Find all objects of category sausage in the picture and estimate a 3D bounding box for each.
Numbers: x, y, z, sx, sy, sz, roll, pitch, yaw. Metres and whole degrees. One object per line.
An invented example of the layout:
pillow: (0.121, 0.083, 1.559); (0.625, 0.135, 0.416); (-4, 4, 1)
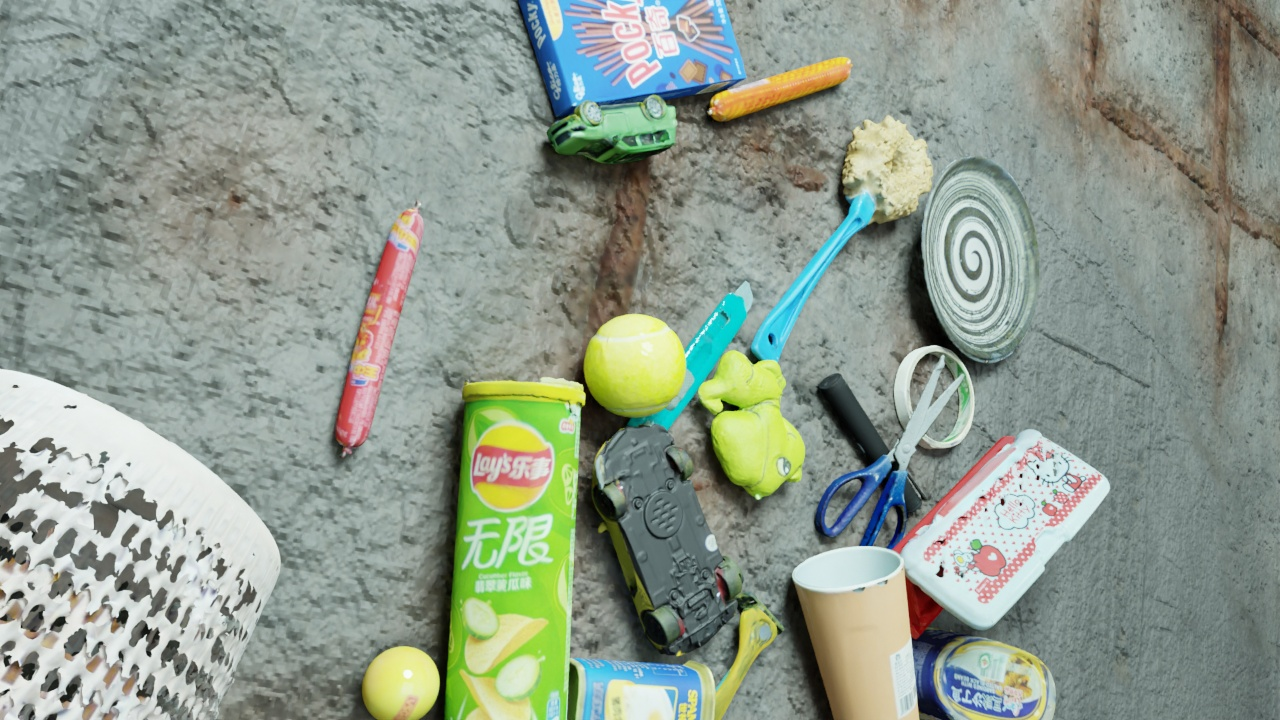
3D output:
sausage: (0.111, -0.210, 0.707); (0.164, 0.021, 0.021); (-26, 97, -32)
sausage: (-0.147, -0.020, 0.519); (0.020, 0.020, 0.155); (20, 73, -29)

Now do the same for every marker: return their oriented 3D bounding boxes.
marker: (0.181, 0.065, 0.715); (0.132, 0.022, 0.020); (54, 20, -15)

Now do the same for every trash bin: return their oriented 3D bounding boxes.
trash bin: (-0.249, 0.119, 0.335); (0.227, 0.228, 0.191); (41, 51, -21)

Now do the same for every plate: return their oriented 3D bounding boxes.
plate: (0.291, -0.086, 0.797); (0.179, 0.024, 0.179); (3, 86, -37)

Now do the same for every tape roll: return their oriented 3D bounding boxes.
tape roll: (0.246, 0.031, 0.765); (0.085, 0.014, 0.085); (5, 81, -32)

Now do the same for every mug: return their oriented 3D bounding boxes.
mug: (0.159, 0.204, 0.653); (0.078, 0.078, 0.123); (-17, 97, -33)

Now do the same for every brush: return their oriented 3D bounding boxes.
brush: (0.155, -0.094, 0.714); (0.083, 0.046, 0.254); (46, 66, -23)

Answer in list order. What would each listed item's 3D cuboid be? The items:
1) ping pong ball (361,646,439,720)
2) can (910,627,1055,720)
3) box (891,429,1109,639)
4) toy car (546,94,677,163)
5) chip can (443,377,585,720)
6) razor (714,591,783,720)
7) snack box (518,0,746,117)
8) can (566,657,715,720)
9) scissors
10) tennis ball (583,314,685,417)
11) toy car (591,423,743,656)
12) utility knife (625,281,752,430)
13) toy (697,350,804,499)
ping pong ball: (-0.128, 0.174, 0.491); (0.040, 0.040, 0.040); (5, 81, -32)
can: (0.264, 0.255, 0.725); (0.148, 0.049, 0.074); (23, 72, -28)
box: (0.282, 0.136, 0.712); (0.200, 0.099, 0.095); (-33, 119, -31)
toy car: (-0.017, -0.151, 0.605); (0.091, 0.043, 0.036); (-11, 90, -33)
chip can: (-0.071, 0.122, 0.516); (0.072, 0.073, 0.221); (7, 79, -32)
razor: (0.050, 0.219, 0.609); (0.043, 0.028, 0.132); (51, 63, -20)
snack box: (-0.001, -0.223, 0.635); (0.156, 0.026, 0.084); (-20, 95, -33)
can: (-0.007, 0.229, 0.544); (0.083, 0.057, 0.102); (9, 78, -16)
scissors: (0.203, 0.082, 0.706); (0.170, 0.012, 0.141); (-27, 108, -16)
tennis ball: (-0.003, 0.003, 0.579); (0.065, 0.066, 0.065); (5, 81, -32)
toy car: (0.014, 0.114, 0.589); (0.071, 0.041, 0.156); (-27, 100, -32)
utility knife: (0.036, 0.003, 0.636); (0.029, 0.013, 0.164); (47, 62, -20)
toy: (0.078, 0.047, 0.645); (0.096, 0.031, 0.100); (15, 77, -27)
